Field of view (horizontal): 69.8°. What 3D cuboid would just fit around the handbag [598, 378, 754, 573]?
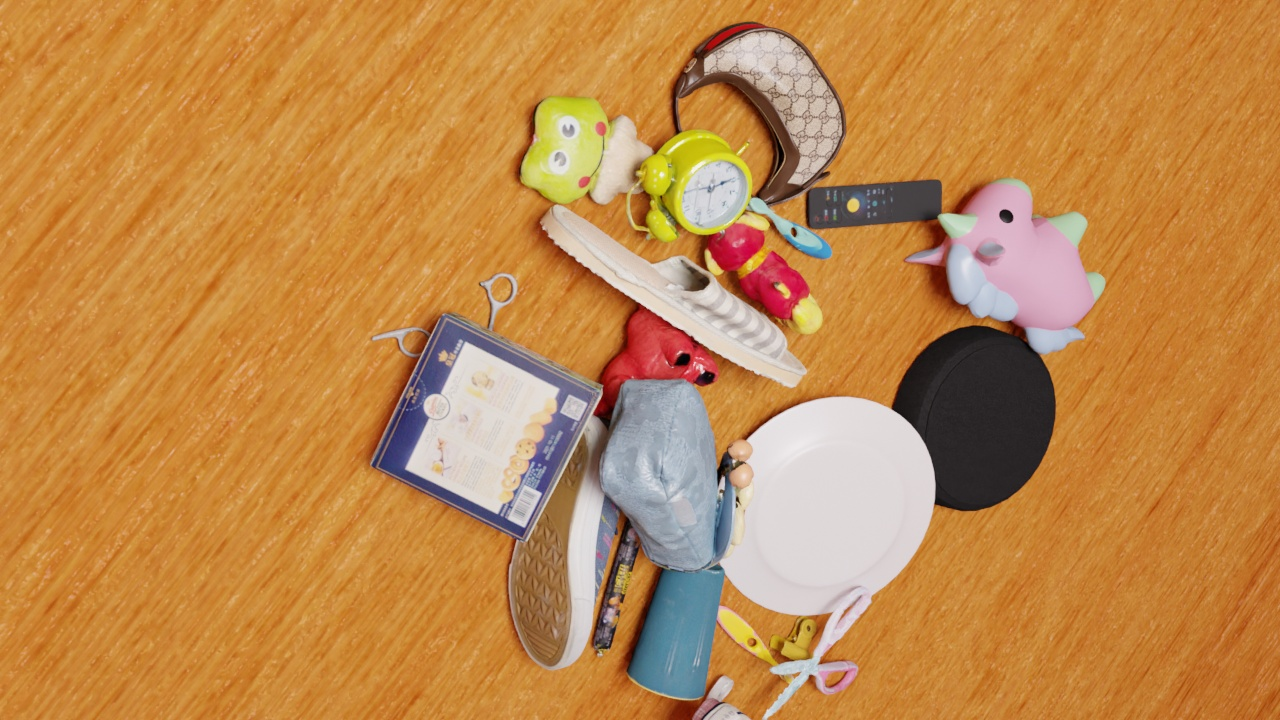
[{"bbox_3d":[0.041,0.100,0.790,0.192,0.119,0.121,68,28,-49],"label":"handbag"}]

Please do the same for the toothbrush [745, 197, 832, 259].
[{"bbox_3d":[0.141,-0.124,0.867,0.135,0.017,0.022,23,85,-43],"label":"toothbrush"}]

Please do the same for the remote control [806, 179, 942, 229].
[{"bbox_3d":[0.233,-0.155,0.910,0.151,0.020,0.041,-7,103,-19],"label":"remote control"}]

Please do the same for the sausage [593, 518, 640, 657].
[{"bbox_3d":[-0.020,0.211,0.877,0.020,0.020,0.155,14,94,-23],"label":"sausage"}]

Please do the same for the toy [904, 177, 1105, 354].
[{"bbox_3d":[0.387,-0.085,0.941,0.170,0.120,0.222,-37,110,-22],"label":"toy"}]

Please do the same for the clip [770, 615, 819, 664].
[{"bbox_3d":[0.166,0.296,0.969,0.054,0.048,0.045,32,132,-23],"label":"clip"}]

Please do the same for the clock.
[{"bbox_3d":[0.040,-0.148,0.792,0.119,0.057,0.083,-21,131,-13],"label":"clock"}]

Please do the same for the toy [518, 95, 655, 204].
[{"bbox_3d":[-0.042,-0.174,0.784,0.117,0.043,0.092,12,98,-26],"label":"toy"}]

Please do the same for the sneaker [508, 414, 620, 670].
[{"bbox_3d":[-0.058,0.160,0.833,0.079,0.087,0.235,0,101,-51],"label":"sneaker"}]

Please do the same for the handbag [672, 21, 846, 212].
[{"bbox_3d":[0.106,-0.216,0.834,0.138,0.063,0.166,-39,117,8],"label":"handbag"}]

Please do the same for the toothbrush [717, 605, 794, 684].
[{"bbox_3d":[0.120,0.296,0.951,0.021,0.016,0.135,-45,113,-4],"label":"toothbrush"}]

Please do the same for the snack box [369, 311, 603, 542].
[{"bbox_3d":[-0.126,0.054,0.758,0.145,0.042,0.144,27,97,-2],"label":"snack box"}]

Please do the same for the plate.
[{"bbox_3d":[0.190,0.154,0.927,0.242,0.016,0.243,-4,107,-12],"label":"plate"}]

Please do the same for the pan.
[{"bbox_3d":[0.295,0.069,0.964,0.355,0.044,0.204,-3,101,-22],"label":"pan"}]

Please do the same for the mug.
[{"bbox_3d":[0.039,0.251,0.882,0.078,0.078,0.121,15,89,-23],"label":"mug"}]

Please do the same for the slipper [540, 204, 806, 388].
[{"bbox_3d":[0.036,-0.061,0.800,0.272,0.114,0.054,30,100,-16],"label":"slipper"}]

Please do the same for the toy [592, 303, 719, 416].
[{"bbox_3d":[-0.005,0.005,0.834,0.133,0.094,0.088,-30,144,10],"label":"toy"}]

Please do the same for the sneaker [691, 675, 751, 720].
[{"bbox_3d":[0.089,0.399,0.922,0.118,0.088,0.241,-48,135,-20],"label":"sneaker"}]

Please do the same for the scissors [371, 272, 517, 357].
[{"bbox_3d":[-0.143,-0.007,0.792,0.174,0.014,0.141,6,94,-21],"label":"scissors"}]

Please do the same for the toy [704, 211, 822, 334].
[{"bbox_3d":[0.114,-0.075,0.835,0.067,0.105,0.137,-42,104,3],"label":"toy"}]

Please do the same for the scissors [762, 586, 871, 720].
[{"bbox_3d":[0.189,0.298,0.945,0.170,0.014,0.168,17,100,-45],"label":"scissors"}]
